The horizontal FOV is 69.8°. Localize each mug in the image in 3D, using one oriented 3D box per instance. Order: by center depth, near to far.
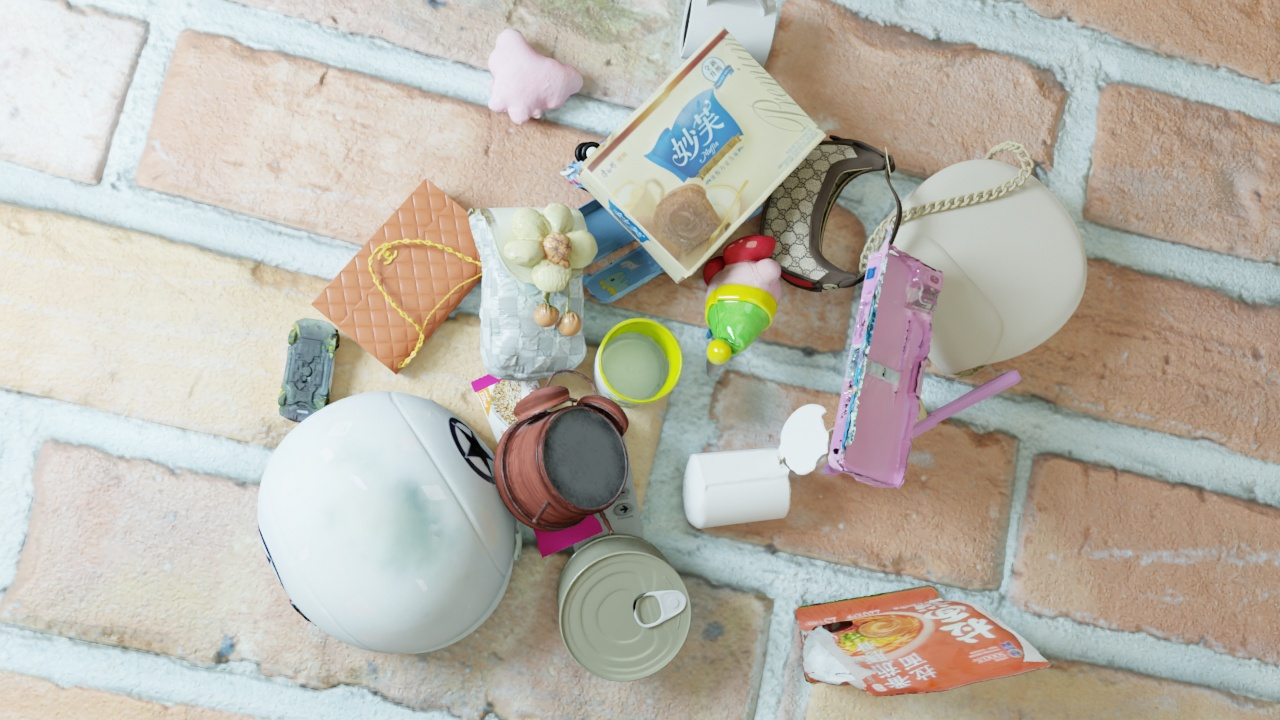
[{"bbox_3d":[-0.006,0.005,0.929,0.082,0.106,0.082,1,84,-7],"label":"mug"},{"bbox_3d":[0.095,-0.364,0.980,0.089,0.105,0.073,8,70,-6],"label":"mug"}]

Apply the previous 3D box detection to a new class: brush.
[{"bbox_3d":[0.290,0.053,0.964,0.228,0.089,0.043,-26,83,-5],"label":"brush"}]

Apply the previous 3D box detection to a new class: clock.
[{"bbox_3d":[-0.072,0.086,0.883,0.120,0.072,0.157,16,65,-35],"label":"clock"}]

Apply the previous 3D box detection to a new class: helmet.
[{"bbox_3d":[-0.235,0.157,0.859,0.236,0.164,0.264,-27,89,-8],"label":"helmet"}]

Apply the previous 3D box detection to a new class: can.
[{"bbox_3d":[-0.019,0.241,0.909,0.127,0.073,0.128,-1,95,-9],"label":"can"}]

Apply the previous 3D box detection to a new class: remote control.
[{"bbox_3d":[-0.043,0.135,0.955,0.074,0.019,0.151,-10,86,-8],"label":"remote control"}]

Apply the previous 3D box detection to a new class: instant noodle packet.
[{"bbox_3d":[0.261,0.284,0.875,0.164,0.221,0.084,-6,86,-8],"label":"instant noodle packet"}]

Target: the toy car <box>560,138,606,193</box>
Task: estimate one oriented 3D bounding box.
[{"bbox_3d":[-0.013,-0.228,0.975,0.153,0.056,0.055,-33,107,-4],"label":"toy car"}]

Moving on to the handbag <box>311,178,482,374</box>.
[{"bbox_3d":[-0.233,-0.085,0.937,0.109,0.060,0.171,41,81,-5],"label":"handbag"}]

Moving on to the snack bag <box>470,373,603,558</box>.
[{"bbox_3d":[-0.107,0.097,0.940,0.070,0.016,0.196,-24,83,4],"label":"snack bag"}]

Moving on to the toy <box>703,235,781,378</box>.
[{"bbox_3d":[0.091,-0.051,0.941,0.096,0.124,0.131,6,67,-36],"label":"toy"}]

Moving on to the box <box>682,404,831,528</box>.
[{"bbox_3d":[0.115,0.107,0.922,0.136,0.144,0.083,-4,42,-10],"label":"box"}]

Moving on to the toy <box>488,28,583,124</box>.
[{"bbox_3d":[-0.120,-0.294,0.974,0.102,0.050,0.093,27,79,-7],"label":"toy"}]

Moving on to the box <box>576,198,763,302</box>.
[{"bbox_3d":[0.019,-0.147,0.979,0.209,0.049,0.120,-31,75,-9],"label":"box"}]

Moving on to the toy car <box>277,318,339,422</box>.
[{"bbox_3d":[-0.332,0.011,0.925,0.048,0.033,0.105,10,91,-2],"label":"toy car"}]

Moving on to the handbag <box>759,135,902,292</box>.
[{"bbox_3d":[0.205,-0.155,0.966,0.138,0.063,0.166,14,81,25],"label":"handbag"}]

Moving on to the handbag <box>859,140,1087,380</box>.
[{"bbox_3d":[0.363,-0.104,0.987,0.208,0.103,0.210,-41,89,-5],"label":"handbag"}]

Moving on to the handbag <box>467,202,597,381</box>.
[{"bbox_3d":[-0.100,-0.065,0.895,0.112,0.123,0.171,-5,95,-29],"label":"handbag"}]

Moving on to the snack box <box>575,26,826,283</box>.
[{"bbox_3d":[0.060,-0.205,0.921,0.153,0.055,0.207,45,82,-6],"label":"snack box"}]

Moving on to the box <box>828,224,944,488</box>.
[{"bbox_3d":[0.221,-0.006,0.871,0.066,0.158,0.230,5,73,37],"label":"box"}]
